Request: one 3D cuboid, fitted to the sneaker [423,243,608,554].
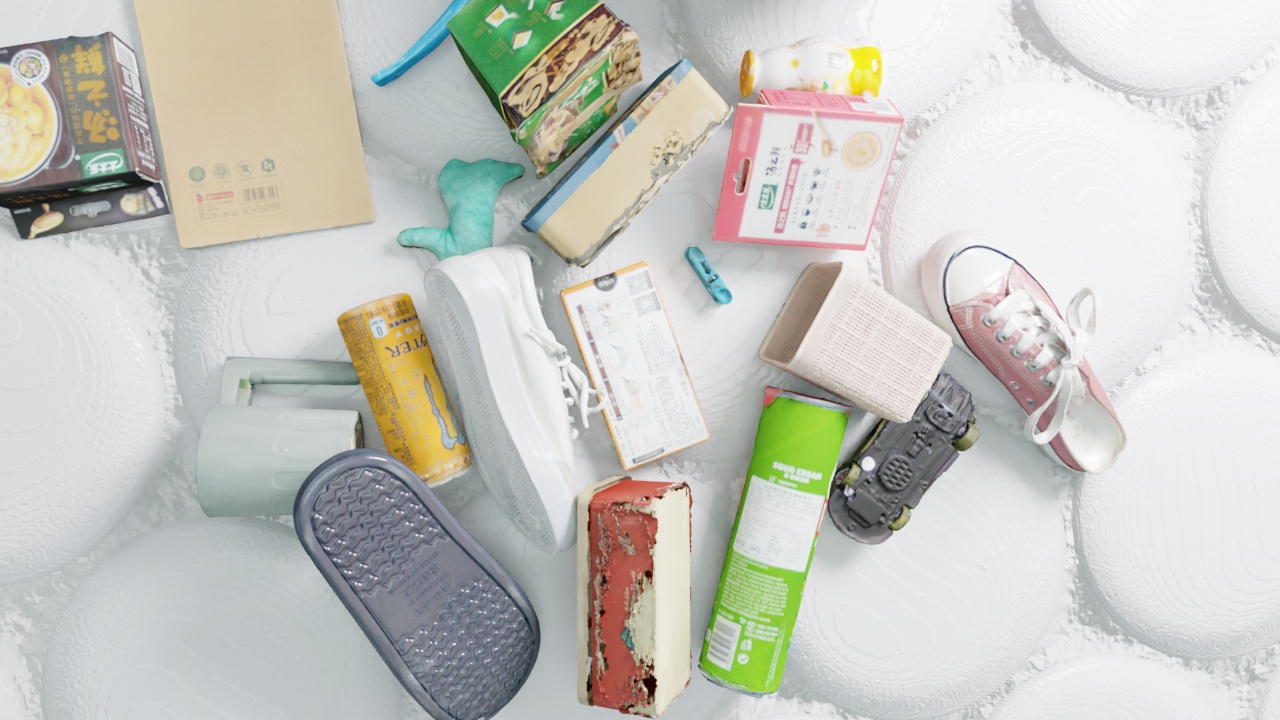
[{"bbox_3d":[-0.083,0.027,0.703,0.090,0.090,0.242,-27,110,-34],"label":"sneaker"}]

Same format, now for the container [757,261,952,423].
[{"bbox_3d":[0.170,-0.012,0.722,0.111,0.090,0.090,29,90,-10],"label":"container"}]

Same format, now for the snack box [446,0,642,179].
[{"bbox_3d":[-0.076,-0.220,0.676,0.117,0.118,0.105,-44,85,-3],"label":"snack box"}]

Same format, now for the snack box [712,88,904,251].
[{"bbox_3d":[0.122,-0.146,0.703,0.127,0.044,0.113,3,126,-8],"label":"snack box"}]

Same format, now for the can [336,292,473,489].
[{"bbox_3d":[-0.178,0.024,0.699,0.058,0.058,0.146,-20,96,-5],"label":"can"}]

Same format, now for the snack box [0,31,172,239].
[{"bbox_3d":[-0.419,-0.162,0.667,0.113,0.053,0.125,-12,90,-6],"label":"snack box"}]

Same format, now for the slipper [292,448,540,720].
[{"bbox_3d":[-0.167,0.165,0.696,0.110,0.083,0.268,-37,121,-17],"label":"slipper"}]

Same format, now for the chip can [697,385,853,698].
[{"bbox_3d":[0.106,0.141,0.732,0.072,0.072,0.236,14,92,-7],"label":"chip can"}]

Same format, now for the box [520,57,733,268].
[{"bbox_3d":[-0.017,-0.141,0.692,0.184,0.090,0.059,-45,104,-3],"label":"box"}]

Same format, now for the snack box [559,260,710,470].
[{"bbox_3d":[-0.004,0.004,0.733,0.075,0.026,0.154,-20,96,-5],"label":"snack box"}]

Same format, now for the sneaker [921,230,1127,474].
[{"bbox_3d":[0.322,-0.005,0.739,0.118,0.088,0.241,-37,98,-3],"label":"sneaker"}]

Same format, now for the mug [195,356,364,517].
[{"bbox_3d":[-0.263,0.056,0.687,0.103,0.084,0.123,2,69,-8],"label":"mug"}]

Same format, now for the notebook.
[{"bbox_3d":[-0.293,-0.198,0.696,0.147,0.008,0.207,-9,95,-6],"label":"notebook"}]

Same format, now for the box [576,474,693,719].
[{"bbox_3d":[0.004,0.178,0.702,0.080,0.091,0.168,1,94,23],"label":"box"}]

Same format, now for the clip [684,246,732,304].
[{"bbox_3d":[0.055,-0.068,0.739,0.014,0.043,0.056,-35,100,-3],"label":"clip"}]

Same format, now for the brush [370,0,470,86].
[{"bbox_3d":[-0.109,-0.297,0.686,0.046,0.083,0.255,44,96,-10],"label":"brush"}]

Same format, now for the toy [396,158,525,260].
[{"bbox_3d":[-0.139,-0.111,0.710,0.096,0.030,0.092,3,91,0],"label":"toy"}]

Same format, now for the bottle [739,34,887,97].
[{"bbox_3d":[0.133,-0.221,0.716,0.108,0.063,0.063,2,93,-7],"label":"bottle"}]

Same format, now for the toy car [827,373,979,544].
[{"bbox_3d":[0.213,0.079,0.755,0.070,0.042,0.158,40,87,-7],"label":"toy car"}]
